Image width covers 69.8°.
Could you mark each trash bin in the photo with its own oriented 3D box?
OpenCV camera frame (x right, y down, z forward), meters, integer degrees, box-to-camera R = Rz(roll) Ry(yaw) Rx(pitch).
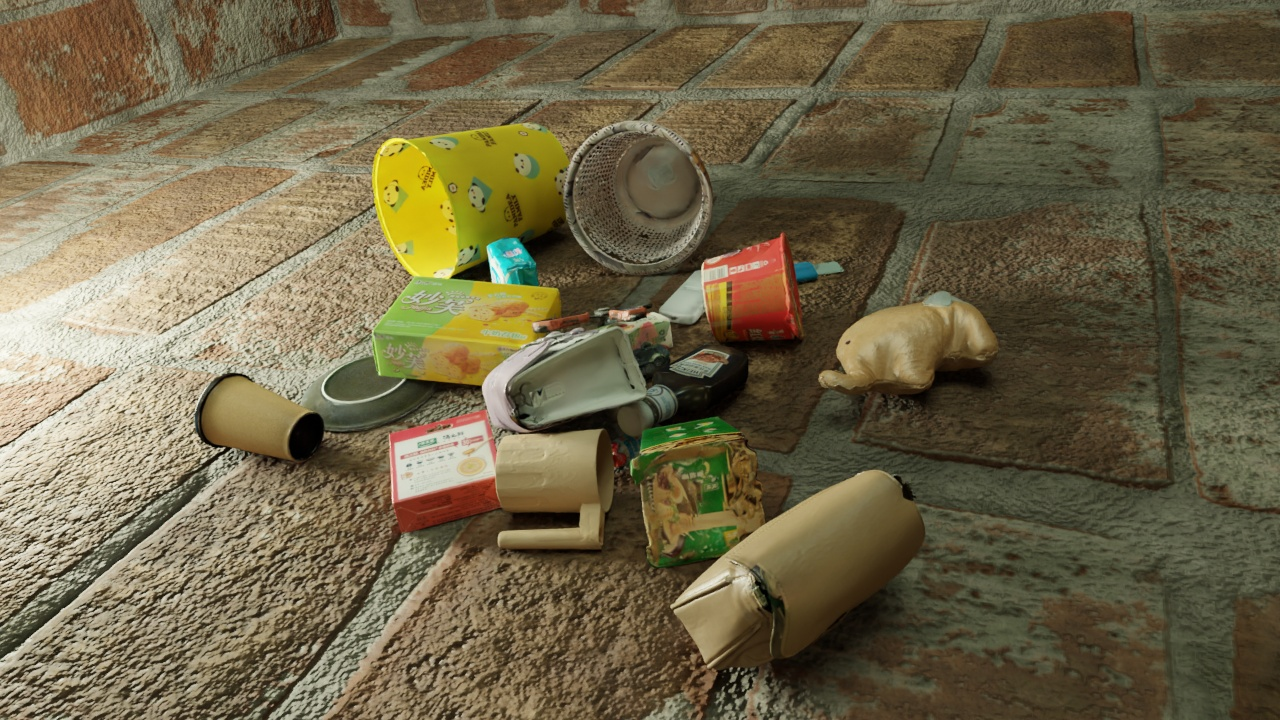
[{"bbox_3d":[0.014,-0.265,1.431,0.228,0.228,0.191,1,19,14],"label":"trash bin"},{"bbox_3d":[-0.260,-0.269,1.480,0.230,0.230,0.254,22,37,40],"label":"trash bin"}]

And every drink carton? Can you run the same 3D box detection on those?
[{"bbox_3d":[-0.024,-0.022,1.172,0.122,0.045,0.053,-19,22,-21],"label":"drink carton"}]

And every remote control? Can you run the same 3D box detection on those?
[{"bbox_3d":[0.076,-0.089,1.285,0.056,0.020,0.135,9,34,26],"label":"remote control"}]

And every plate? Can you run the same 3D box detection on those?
[{"bbox_3d":[-0.350,0.031,1.180,0.179,0.024,0.179,-6,31,4],"label":"plate"}]

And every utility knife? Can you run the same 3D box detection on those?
[{"bbox_3d":[0.201,-0.120,1.300,0.187,0.018,0.034,-9,75,-12],"label":"utility knife"}]

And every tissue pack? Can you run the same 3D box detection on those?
[{"bbox_3d":[-0.180,-0.113,1.313,0.050,0.093,0.133,-13,30,-17],"label":"tissue pack"}]

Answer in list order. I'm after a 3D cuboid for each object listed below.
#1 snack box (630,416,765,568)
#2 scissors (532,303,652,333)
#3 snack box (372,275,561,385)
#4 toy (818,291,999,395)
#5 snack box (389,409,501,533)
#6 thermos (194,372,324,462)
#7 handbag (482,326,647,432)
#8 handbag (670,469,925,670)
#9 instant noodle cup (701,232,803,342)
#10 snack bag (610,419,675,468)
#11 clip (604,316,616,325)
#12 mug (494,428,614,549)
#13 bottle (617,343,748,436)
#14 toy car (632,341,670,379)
[{"bbox_3d":[0.048,0.115,0.879,0.117,0.118,0.105,-10,19,-4],"label":"snack box"},{"bbox_3d":[-0.052,-0.057,1.171,0.188,0.015,0.227,-10,7,-17],"label":"scissors"},{"bbox_3d":[-0.221,-0.039,1.197,0.210,0.070,0.157,6,33,6],"label":"snack box"},{"bbox_3d":[0.289,-0.009,1.046,0.225,0.082,0.143,-20,24,-15],"label":"toy"},{"bbox_3d":[-0.208,0.117,0.984,0.113,0.044,0.127,-14,32,-9],"label":"snack box"},{"bbox_3d":[-0.449,0.071,1.081,0.143,0.093,0.092,14,36,19],"label":"thermos"},{"bbox_3d":[-0.093,0.021,1.003,0.144,0.098,0.197,-26,6,-16],"label":"handbag"},{"bbox_3d":[0.132,0.170,0.732,0.204,0.148,0.099,-28,73,-27],"label":"handbag"},{"bbox_3d":[0.141,-0.086,1.162,0.109,0.138,0.137,-9,30,15],"label":"instant noodle cup"},{"bbox_3d":[-0.002,0.090,1.000,0.105,0.026,0.045,-25,27,-31],"label":"snack bag"},{"bbox_3d":[-0.041,-0.032,1.224,0.024,0.026,0.056,-4,43,11],"label":"clip"},{"bbox_3d":[-0.086,0.130,0.915,0.103,0.084,0.124,-3,58,10],"label":"mug"},{"bbox_3d":[0.046,0.033,1.036,0.080,0.044,0.194,15,28,34],"label":"bottle"},{"bbox_3d":[-0.007,0.007,1.132,0.090,0.034,0.043,-21,36,-17],"label":"toy car"}]
